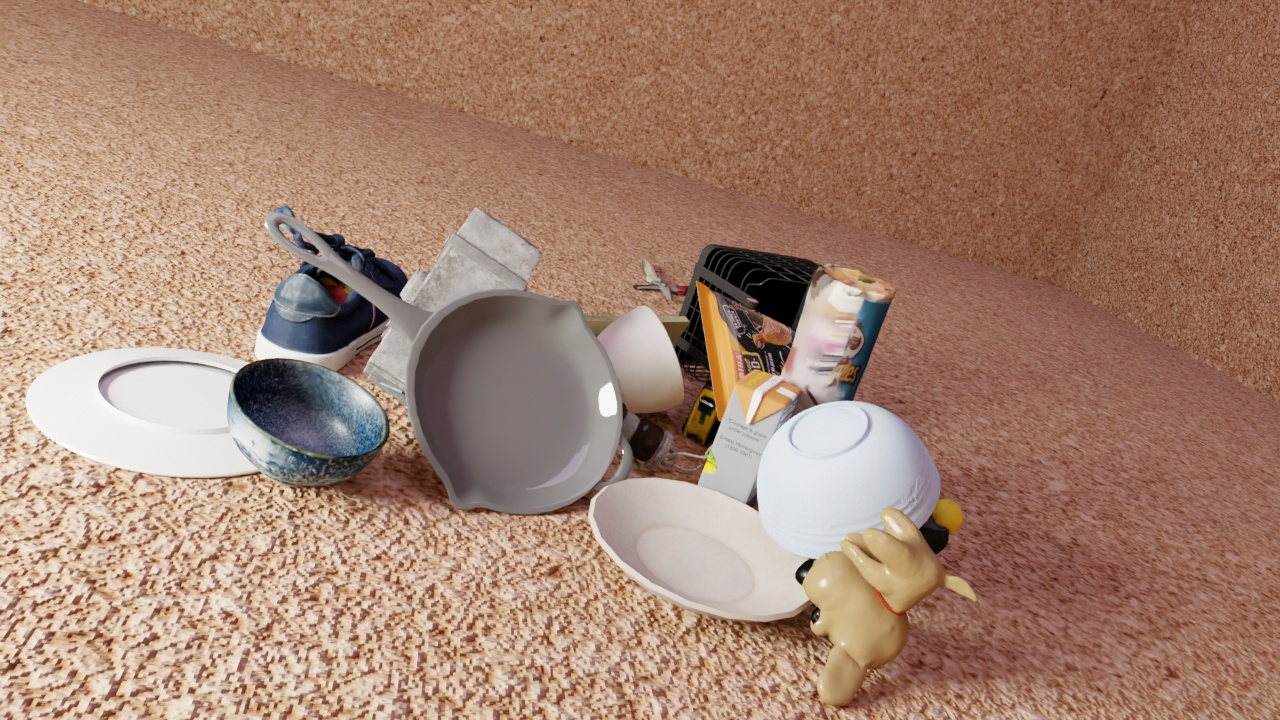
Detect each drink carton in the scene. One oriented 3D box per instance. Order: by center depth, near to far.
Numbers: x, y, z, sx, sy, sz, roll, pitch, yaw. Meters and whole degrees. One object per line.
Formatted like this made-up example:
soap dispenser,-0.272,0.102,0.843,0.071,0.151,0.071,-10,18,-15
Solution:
drink carton,0.098,0.077,0.838,0.048,0.125,0.076,25,20,17

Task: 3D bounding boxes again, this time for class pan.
pan,-0.152,-0.003,0.750,0.354,0.024,0.215,38,56,-16

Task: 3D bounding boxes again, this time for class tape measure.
tape measure,0.081,0.053,0.985,0.038,0.063,0.067,27,19,21

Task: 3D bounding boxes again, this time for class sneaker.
sneaker,-0.302,-0.090,0.939,0.120,0.127,0.294,18,17,-4

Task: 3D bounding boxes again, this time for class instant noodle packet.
instant noodle packet,0.142,0.016,1.004,0.220,0.032,0.159,20,53,-43

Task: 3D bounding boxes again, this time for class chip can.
chip can,0.170,0.026,0.887,0.080,0.230,0.079,14,21,-5

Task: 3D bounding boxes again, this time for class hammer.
hammer,-0.076,0.022,0.849,0.326,0.176,0.080,34,-19,-12

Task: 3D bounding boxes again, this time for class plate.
plate,-0.356,0.030,0.718,0.208,0.015,0.208,16,19,-6
plate,0.047,0.154,0.729,0.188,0.027,0.188,16,19,-6

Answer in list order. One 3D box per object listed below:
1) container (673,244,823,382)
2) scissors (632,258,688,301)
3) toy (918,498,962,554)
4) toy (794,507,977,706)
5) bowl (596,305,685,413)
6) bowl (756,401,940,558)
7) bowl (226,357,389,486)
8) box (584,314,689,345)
container,0.170,-0.041,1.171,0.240,0.163,0.130,3,24,-37
scissors,0.041,-0.134,1.540,0.198,0.015,0.179,-1,28,-42
toy,0.198,0.146,0.793,0.119,0.100,0.097,-20,57,-26
toy,0.168,0.169,0.661,0.106,0.108,0.133,39,25,17
bowl,-0.006,0.006,0.974,0.065,0.116,0.116,-21,32,-13
bowl,0.161,0.083,0.749,0.151,0.075,0.150,-17,30,10
bowl,-0.249,0.055,0.669,0.114,0.061,0.114,27,22,-12
box,-0.041,-0.015,1.069,0.131,0.064,0.187,-21,-12,40
